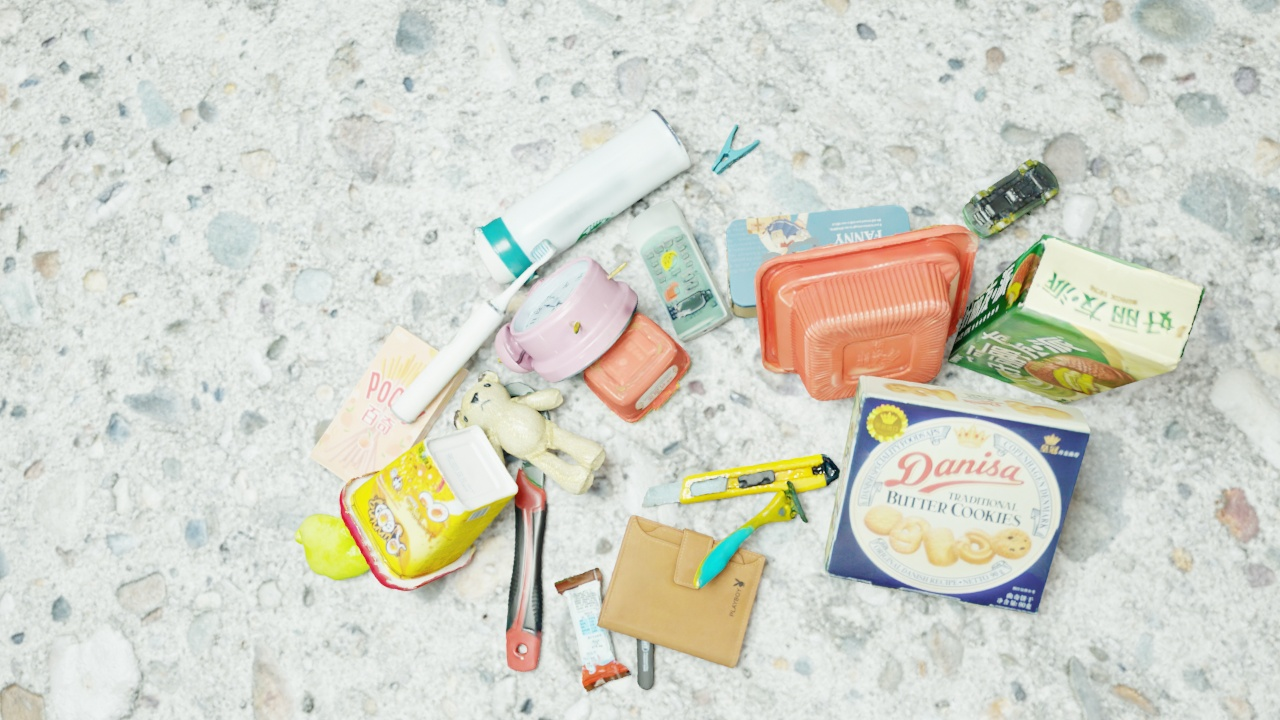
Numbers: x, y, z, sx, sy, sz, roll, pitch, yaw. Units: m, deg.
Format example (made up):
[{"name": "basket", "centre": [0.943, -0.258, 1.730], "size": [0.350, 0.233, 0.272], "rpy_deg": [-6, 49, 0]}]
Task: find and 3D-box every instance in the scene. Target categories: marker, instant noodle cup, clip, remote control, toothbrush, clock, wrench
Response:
[{"name": "marker", "centre": [0.004, 0.240, 0.849], "size": [0.018, 0.015, 0.123], "rpy_deg": [-3, 79, 8]}, {"name": "instant noodle cup", "centre": [0.198, -0.032, 0.794], "size": [0.189, 0.165, 0.079], "rpy_deg": [-11, 54, 5]}, {"name": "clip", "centre": [0.091, -0.209, 0.918], "size": [0.034, 0.013, 0.055], "rpy_deg": [37, 87, 13]}, {"name": "remote control", "centre": [0.036, -0.088, 0.894], "size": [0.056, 0.019, 0.135], "rpy_deg": [-29, 77, 21]}, {"name": "toothbrush", "centre": [-0.157, -0.029, 0.876], "size": [0.221, 0.027, 0.026], "rpy_deg": [-48, 118, 1]}, {"name": "clock", "centre": [-0.076, -0.038, 0.855], "size": [0.060, 0.159, 0.117], "rpy_deg": [45, 55, -22]}, {"name": "instant noodle cup", "centre": [-0.186, 0.126, 0.826], "size": [0.124, 0.115, 0.116], "rpy_deg": [-41, 76, 29]}, {"name": "wrench", "centre": [-0.111, 0.155, 0.878], "size": [0.056, 0.016, 0.273], "rpy_deg": [-5, 79, 10]}]

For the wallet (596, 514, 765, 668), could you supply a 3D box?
[{"name": "wallet", "centre": [0.038, 0.208, 0.834], "size": [0.132, 0.031, 0.107], "rpy_deg": [18, 81, -1]}]

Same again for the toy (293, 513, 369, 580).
[{"name": "toy", "centre": [-0.281, 0.174, 0.881], "size": [0.097, 0.031, 0.100], "rpy_deg": [37, 102, 5]}]

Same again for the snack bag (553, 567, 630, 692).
[{"name": "snack bag", "centre": [-0.045, 0.248, 0.848], "size": [0.048, 0.026, 0.104], "rpy_deg": [-19, 77, -3]}]

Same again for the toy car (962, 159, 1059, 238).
[{"name": "toy car", "centre": [0.347, -0.151, 0.863], "size": [0.091, 0.036, 0.043], "rpy_deg": [-33, 77, 2]}]

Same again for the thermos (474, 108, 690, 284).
[{"name": "thermos", "centre": [-0.060, -0.154, 0.902], "size": [0.224, 0.073, 0.073], "rpy_deg": [-34, 78, 1]}]

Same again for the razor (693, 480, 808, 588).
[{"name": "razor", "centre": [0.094, 0.160, 0.821], "size": [0.132, 0.028, 0.043], "rpy_deg": [-35, 118, -23]}]

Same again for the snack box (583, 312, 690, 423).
[{"name": "snack box", "centre": [-0.005, 0.005, 0.859], "size": [0.082, 0.080, 0.091], "rpy_deg": [43, 87, 11]}]

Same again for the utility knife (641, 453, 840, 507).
[{"name": "utility knife", "centre": [0.093, 0.116, 0.859], "size": [0.190, 0.015, 0.033], "rpy_deg": [-10, 78, 6]}]

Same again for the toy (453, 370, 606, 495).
[{"name": "toy", "centre": [-0.103, 0.069, 0.850], "size": [0.157, 0.066, 0.105], "rpy_deg": [29, 80, 21]}]

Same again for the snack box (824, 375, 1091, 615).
[{"name": "snack box", "centre": [0.262, 0.115, 0.783], "size": [0.178, 0.045, 0.183], "rpy_deg": [9, 111, 9]}]

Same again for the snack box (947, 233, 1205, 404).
[{"name": "snack box", "centre": [0.335, -0.024, 0.739], "size": [0.114, 0.240, 0.063], "rpy_deg": [21, 85, 9]}]

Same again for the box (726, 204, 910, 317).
[{"name": "box", "centre": [0.172, -0.091, 0.863], "size": [0.184, 0.063, 0.089], "rpy_deg": [-7, 80, 8]}]

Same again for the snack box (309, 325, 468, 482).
[{"name": "snack box", "centre": [-0.248, 0.052, 0.909], "size": [0.084, 0.026, 0.157], "rpy_deg": [32, 86, 11]}]
